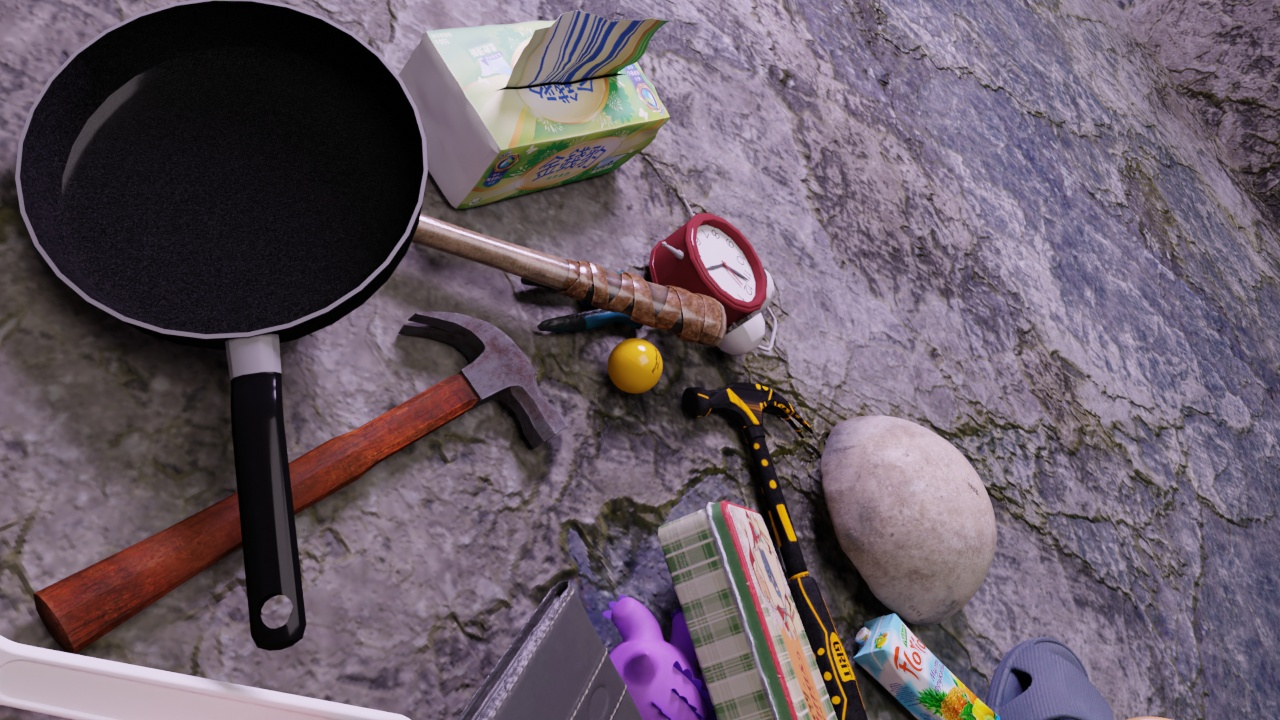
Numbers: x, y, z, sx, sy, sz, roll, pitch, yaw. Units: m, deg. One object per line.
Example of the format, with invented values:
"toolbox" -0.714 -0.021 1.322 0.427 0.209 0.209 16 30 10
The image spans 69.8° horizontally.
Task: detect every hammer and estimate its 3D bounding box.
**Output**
"hammer" -0.171 0.058 0.507 0.299 0.028 0.111 -33 88 -45
"hammer" -0.079 -0.068 0.627 0.318 0.049 0.121 16 52 -24
"hammer" 0.119 0.161 0.674 0.123 0.036 0.320 5 59 -38

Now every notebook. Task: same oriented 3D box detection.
"notebook" -0.028 0.242 0.444 0.209 0.030 0.169 62 30 -15

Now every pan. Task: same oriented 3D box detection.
"pan" -0.204 -0.031 0.480 0.204 0.044 0.355 -9 74 -13

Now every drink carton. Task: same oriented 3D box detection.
"drink carton" 0.216 0.246 0.692 0.129 0.039 0.044 45 45 -8

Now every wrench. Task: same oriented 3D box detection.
"wrench" -0.221 0.149 0.402 0.273 0.018 0.066 26 85 -29

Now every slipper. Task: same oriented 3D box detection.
"slipper" 0.321 0.307 0.709 0.101 0.083 0.262 49 45 0

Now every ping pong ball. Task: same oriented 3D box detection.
"ping pong ball" -0.004 0.004 0.665 0.040 0.040 0.040 20 53 -29

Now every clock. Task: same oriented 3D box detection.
"clock" 0.064 -0.063 0.748 0.137 0.048 0.096 41 41 -19

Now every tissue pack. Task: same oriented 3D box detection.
"tissue pack" -0.061 -0.206 0.676 0.120 0.142 0.197 54 45 1

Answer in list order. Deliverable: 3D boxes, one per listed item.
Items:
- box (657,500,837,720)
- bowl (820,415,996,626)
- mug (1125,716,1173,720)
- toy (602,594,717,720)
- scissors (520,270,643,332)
"box" 0.079 0.192 0.576 0.117 0.050 0.205 28 41 -63
"bowl" 0.232 0.115 0.742 0.178 0.081 0.178 27 44 -30
"mug" 0.435 0.366 0.764 0.082 0.083 0.105 43 47 -9
"toy" 0.009 0.196 0.544 0.088 0.056 0.105 50 55 -19
"scissors" -0.029 -0.049 0.694 0.144 0.019 0.126 35 46 -19
